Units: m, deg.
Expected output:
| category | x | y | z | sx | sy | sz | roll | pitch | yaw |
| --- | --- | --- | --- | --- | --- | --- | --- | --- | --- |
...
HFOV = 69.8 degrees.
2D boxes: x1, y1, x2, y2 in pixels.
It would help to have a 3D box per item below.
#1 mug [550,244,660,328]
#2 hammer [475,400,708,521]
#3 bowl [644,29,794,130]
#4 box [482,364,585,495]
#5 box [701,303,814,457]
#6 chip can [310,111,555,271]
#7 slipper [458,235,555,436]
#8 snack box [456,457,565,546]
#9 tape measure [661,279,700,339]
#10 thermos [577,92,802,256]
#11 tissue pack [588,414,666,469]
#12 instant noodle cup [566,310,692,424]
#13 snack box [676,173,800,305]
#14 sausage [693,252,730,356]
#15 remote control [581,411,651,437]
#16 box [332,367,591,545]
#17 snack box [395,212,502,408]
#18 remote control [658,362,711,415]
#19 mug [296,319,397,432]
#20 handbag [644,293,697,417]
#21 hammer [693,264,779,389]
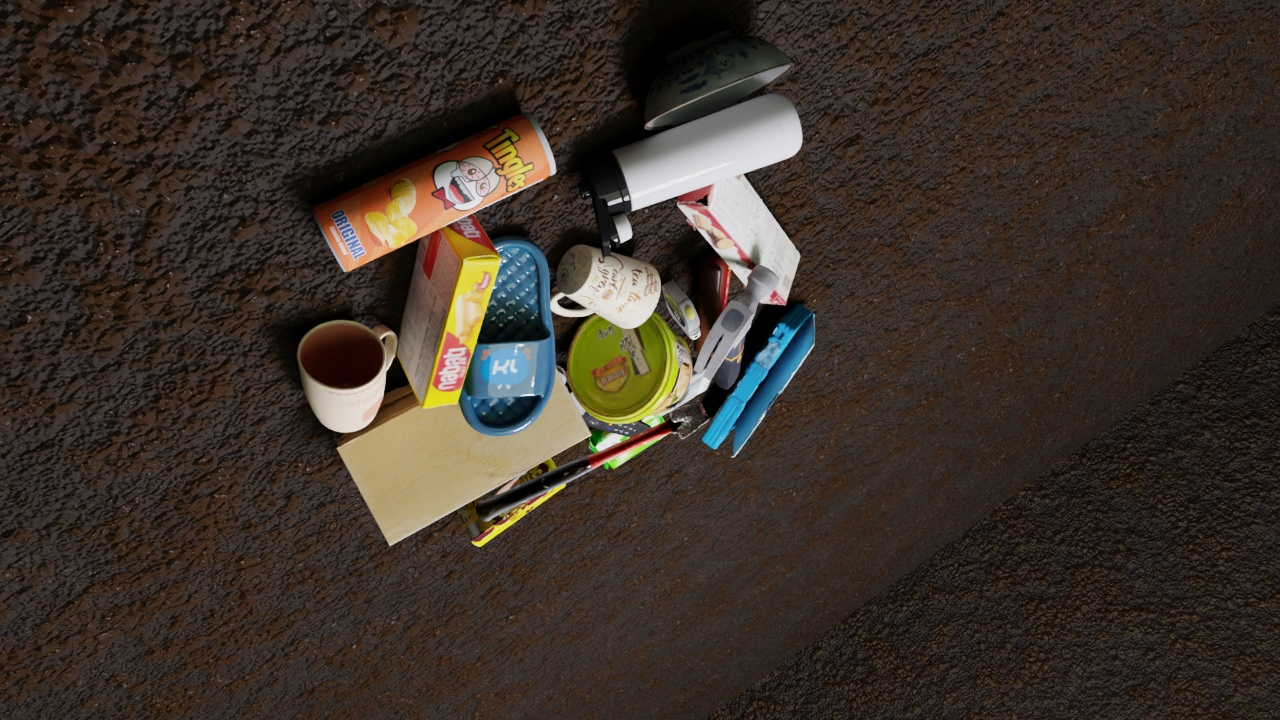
| category | x | y | z | sx | sy | sz | roll | pitch | yaw |
| --- | --- | --- | --- | --- | --- | --- | --- | --- | --- |
| mug | -0.054 | -0.080 | 1.042 | 0.122 | 0.081 | 0.097 | -25 | 149 | 37 |
| hammer | -0.066 | 0.132 | 1.187 | 0.326 | 0.036 | 0.140 | -25 | 177 | 6 |
| bowl | 0.066 | -0.274 | 0.873 | 0.151 | 0.057 | 0.150 | -21 | -174 | 2 |
| box | -0.163 | 0.086 | 1.171 | 0.217 | 0.063 | 0.157 | -45 | 135 | 16 |
| box | 0.184 | 0.035 | 1.362 | 0.090 | 0.066 | 0.244 | -38 | 162 | -54 |
| chip can | -0.184 | -0.153 | 0.827 | 0.210 | 0.062 | 0.062 | -28 | 146 | -11 |
| slipper | -0.134 | -0.022 | 0.958 | 0.103 | 0.059 | 0.214 | 3 | 101 | -18 |
| snack box | -0.179 | 0.188 | 1.263 | 0.149 | 0.061 | 0.025 | -36 | 146 | 1 |
| tape measure | 0.052 | -0.064 | 1.147 | 0.016 | 0.064 | 0.065 | -30 | 142 | -8 |
| thermos | 0.053 | -0.191 | 0.936 | 0.230 | 0.101 | 0.068 | -20 | -179 | -5 |
| tissue pack | -0.017 | 0.104 | 1.327 | 0.114 | 0.034 | 0.099 | -32 | 148 | -1 |
| instant noodle cup | -0.007 | 0.007 | 1.120 | 0.146 | 0.146 | 0.097 | -45 | 156 | 15 |
| snack box | 0.122 | -0.152 | 1.092 | 0.273 | 0.044 | 0.076 | 37 | 68 | -56 |
| sausage | 0.091 | -0.071 | 1.178 | 0.040 | 0.040 | 0.156 | -20 | 136 | -22 |
| remote control | -0.042 | 0.081 | 1.256 | 0.124 | 0.010 | 0.039 | 22 | 118 | -29 |
| box | -0.201 | 0.078 | 1.032 | 0.248 | 0.148 | 0.141 | -28 | 118 | -10 |
| snack box | -0.197 | -0.052 | 0.915 | 0.042 | 0.092 | 0.201 | -8 | 138 | -35 |
| remote control | 0.065 | 0.040 | 1.282 | 0.133 | 0.022 | 0.050 | -26 | 143 | -55 |
| mug | -0.291 | 0.013 | 0.937 | 0.111 | 0.085 | 0.105 | -49 | 169 | -35 |
| handbag | 0.023 | -0.013 | 1.225 | 0.093 | 0.043 | 0.196 | 14 | 115 | -45 |
| hammer | 0.122 | -0.017 | 1.205 | 0.139 | 0.035 | 0.312 | -54 | 169 | -8 |
